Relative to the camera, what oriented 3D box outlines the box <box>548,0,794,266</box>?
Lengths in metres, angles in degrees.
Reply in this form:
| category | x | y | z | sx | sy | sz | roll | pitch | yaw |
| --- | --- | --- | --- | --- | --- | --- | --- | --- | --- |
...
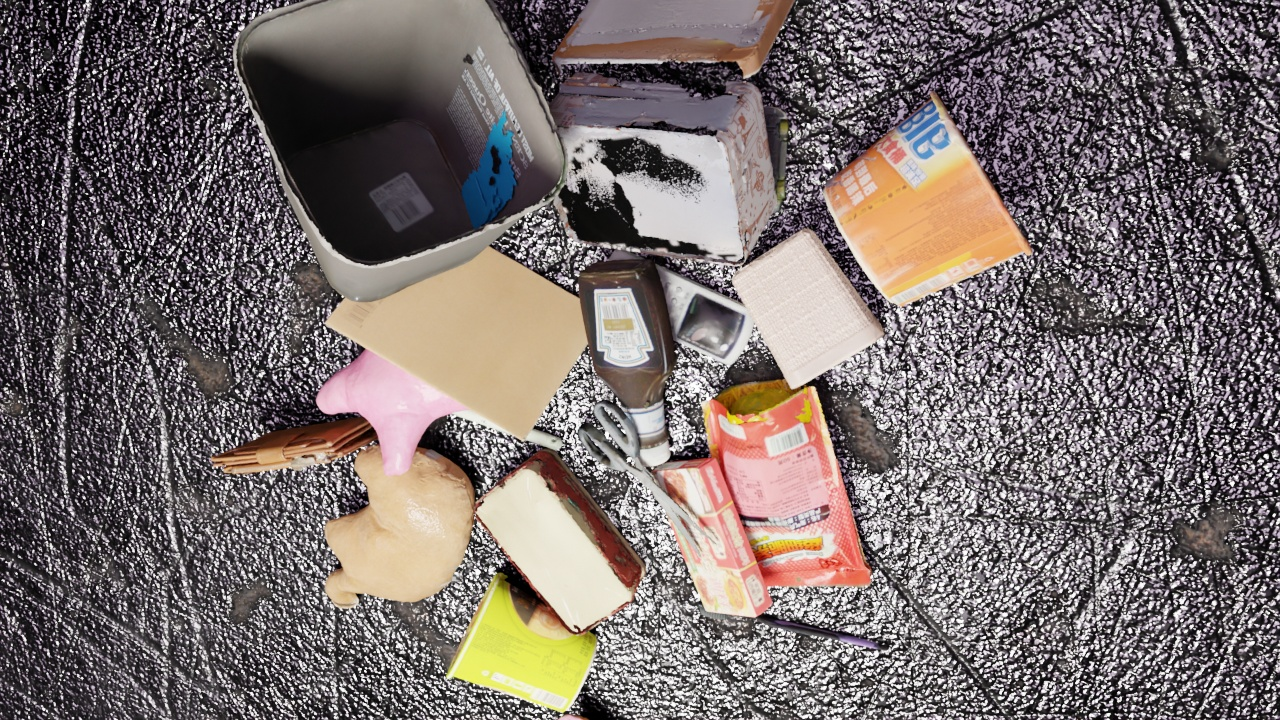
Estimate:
| category | x | y | z | sx | sy | sz | roll | pitch | yaw |
| --- | --- | --- | --- | --- | --- | --- | --- | --- | --- |
| box | 0.031 | -0.204 | 0.774 | 0.181 | 0.204 | 0.158 | 8 | 146 | 26 |

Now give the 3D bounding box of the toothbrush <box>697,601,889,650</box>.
| category | x | y | z | sx | sy | sz | roll | pitch | yaw |
| --- | --- | --- | --- | --- | --- | --- | --- | --- | --- |
| toothbrush | 0.149 | 0.264 | 0.902 | 0.189 | 0.014 | 0.017 | 11 | 111 | 8 |

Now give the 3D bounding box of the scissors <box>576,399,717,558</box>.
| category | x | y | z | sx | sy | sz | roll | pitch | yaw |
| --- | --- | --- | --- | --- | --- | --- | --- | --- | --- |
| scissors | 0.003 | 0.107 | 0.859 | 0.163 | 0.014 | 0.166 | 18 | 132 | 42 |

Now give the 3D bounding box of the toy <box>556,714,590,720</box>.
| category | x | y | z | sx | sy | sz | roll | pitch | yaw |
| --- | --- | --- | --- | --- | --- | --- | --- | --- | --- |
| toy | -0.027 | 0.452 | 0.926 | 0.199 | 0.130 | 0.140 | 40 | 112 | 11 |

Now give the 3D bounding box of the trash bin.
| category | x | y | z | sx | sy | sz | roll | pitch | yaw |
| --- | --- | --- | --- | --- | --- | --- | --- | --- | --- |
| trash bin | -0.196 | -0.159 | 0.746 | 0.198 | 0.220 | 0.199 | -26 | 89 | -21 |

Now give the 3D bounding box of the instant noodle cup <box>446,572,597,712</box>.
| category | x | y | z | sx | sy | sz | roll | pitch | yaw |
| --- | --- | --- | --- | --- | --- | --- | --- | --- | --- |
| instant noodle cup | -0.112 | 0.288 | 0.915 | 0.123 | 0.111 | 0.112 | 26 | 105 | -5 |

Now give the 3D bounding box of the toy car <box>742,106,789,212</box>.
| category | x | y | z | sx | sy | sz | roll | pitch | yaw |
| --- | --- | --- | --- | --- | --- | --- | --- | --- | --- |
| toy car | 0.108 | -0.176 | 0.804 | 0.042 | 0.035 | 0.090 | 3 | 104 | 9 |

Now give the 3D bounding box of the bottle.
| category | x | y | z | sx | sy | sz | roll | pitch | yaw |
| --- | --- | --- | --- | --- | --- | --- | --- | --- | --- |
| bottle | -0.005 | 0.005 | 0.847 | 0.080 | 0.043 | 0.195 | 0 | 113 | 27 |

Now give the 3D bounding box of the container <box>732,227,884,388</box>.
| category | x | y | z | sx | sy | sz | roll | pitch | yaw |
| --- | --- | --- | --- | --- | --- | --- | --- | --- | --- |
| container | 0.143 | -0.050 | 0.799 | 0.090 | 0.090 | 0.111 | -32 | 91 | 15 |

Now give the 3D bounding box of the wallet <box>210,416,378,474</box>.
| category | x | y | z | sx | sy | sz | roll | pitch | yaw |
| --- | --- | --- | --- | --- | --- | --- | --- | --- | --- |
| wallet | -0.336 | 0.084 | 0.908 | 0.132 | 0.107 | 0.031 | -10 | 97 | 13 |

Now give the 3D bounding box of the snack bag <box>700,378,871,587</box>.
| category | x | y | z | sx | sy | sz | roll | pitch | yaw |
| --- | --- | --- | --- | --- | --- | --- | --- | --- | --- |
| snack bag | 0.131 | 0.124 | 0.853 | 0.129 | 0.073 | 0.208 | -11 | 108 | 20 |

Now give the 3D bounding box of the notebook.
| category | x | y | z | sx | sy | sz | roll | pitch | yaw |
| --- | --- | --- | --- | --- | --- | --- | --- | --- | --- |
| notebook | -0.159 | -0.039 | 0.850 | 0.211 | 0.012 | 0.149 | 30 | 66 | 3 |

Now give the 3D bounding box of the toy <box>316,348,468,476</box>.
| category | x | y | z | sx | sy | sz | roll | pitch | yaw |
| --- | --- | --- | --- | --- | --- | --- | --- | --- | --- |
| toy | -0.208 | 0.016 | 0.872 | 0.178 | 0.074 | 0.194 | 18 | 78 | 9 |

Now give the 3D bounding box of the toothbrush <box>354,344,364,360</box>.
| category | x | y | z | sx | sy | sz | roll | pitch | yaw |
| --- | --- | --- | --- | --- | --- | --- | --- | --- | --- |
| toothbrush | -0.272 | -0.063 | 0.913 | 0.016 | 0.018 | 0.181 | 14 | 103 | 11 |

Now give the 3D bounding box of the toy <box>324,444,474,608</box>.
| category | x | y | z | sx | sy | sz | roll | pitch | yaw |
| --- | --- | --- | --- | --- | --- | --- | --- | --- | --- |
| toy | -0.250 | 0.189 | 0.933 | 0.143 | 0.082 | 0.226 | 31 | 110 | 4 |

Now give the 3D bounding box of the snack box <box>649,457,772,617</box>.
| category | x | y | z | sx | sy | sz | roll | pitch | yaw |
| --- | --- | --- | --- | --- | --- | --- | --- | --- | --- |
| snack box | 0.066 | 0.167 | 0.869 | 0.075 | 0.025 | 0.153 | -13 | 101 | 53 |

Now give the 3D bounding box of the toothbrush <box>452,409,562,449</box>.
| category | x | y | z | sx | sy | sz | roll | pitch | yaw |
| --- | --- | --- | --- | --- | --- | --- | --- | --- | --- |
| toothbrush | -0.167 | 0.053 | 0.915 | 0.189 | 0.029 | 0.020 | 20 | 147 | 5 |

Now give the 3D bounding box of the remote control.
| category | x | y | z | sx | sy | sz | roll | pitch | yaw |
| --- | --- | --- | --- | --- | --- | --- | --- | --- | --- |
| remote control | 0.032 | -0.050 | 0.853 | 0.150 | 0.021 | 0.058 | 25 | 105 | 6 |

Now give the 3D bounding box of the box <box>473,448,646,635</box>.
| category | x | y | z | sx | sy | sz | roll | pitch | yaw |
| --- | --- | --- | --- | --- | --- | --- | --- | --- | --- |
| box | -0.078 | 0.178 | 0.894 | 0.091 | 0.077 | 0.168 | -37 | 93 | 16 |

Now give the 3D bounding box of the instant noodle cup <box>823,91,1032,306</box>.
| category | x | y | z | sx | sy | sz | roll | pitch | yaw |
| --- | --- | --- | --- | --- | --- | --- | --- | --- | --- |
| instant noodle cup | 0.227 | -0.122 | 0.742 | 0.112 | 0.151 | 0.151 | -32 | 94 | 24 |
